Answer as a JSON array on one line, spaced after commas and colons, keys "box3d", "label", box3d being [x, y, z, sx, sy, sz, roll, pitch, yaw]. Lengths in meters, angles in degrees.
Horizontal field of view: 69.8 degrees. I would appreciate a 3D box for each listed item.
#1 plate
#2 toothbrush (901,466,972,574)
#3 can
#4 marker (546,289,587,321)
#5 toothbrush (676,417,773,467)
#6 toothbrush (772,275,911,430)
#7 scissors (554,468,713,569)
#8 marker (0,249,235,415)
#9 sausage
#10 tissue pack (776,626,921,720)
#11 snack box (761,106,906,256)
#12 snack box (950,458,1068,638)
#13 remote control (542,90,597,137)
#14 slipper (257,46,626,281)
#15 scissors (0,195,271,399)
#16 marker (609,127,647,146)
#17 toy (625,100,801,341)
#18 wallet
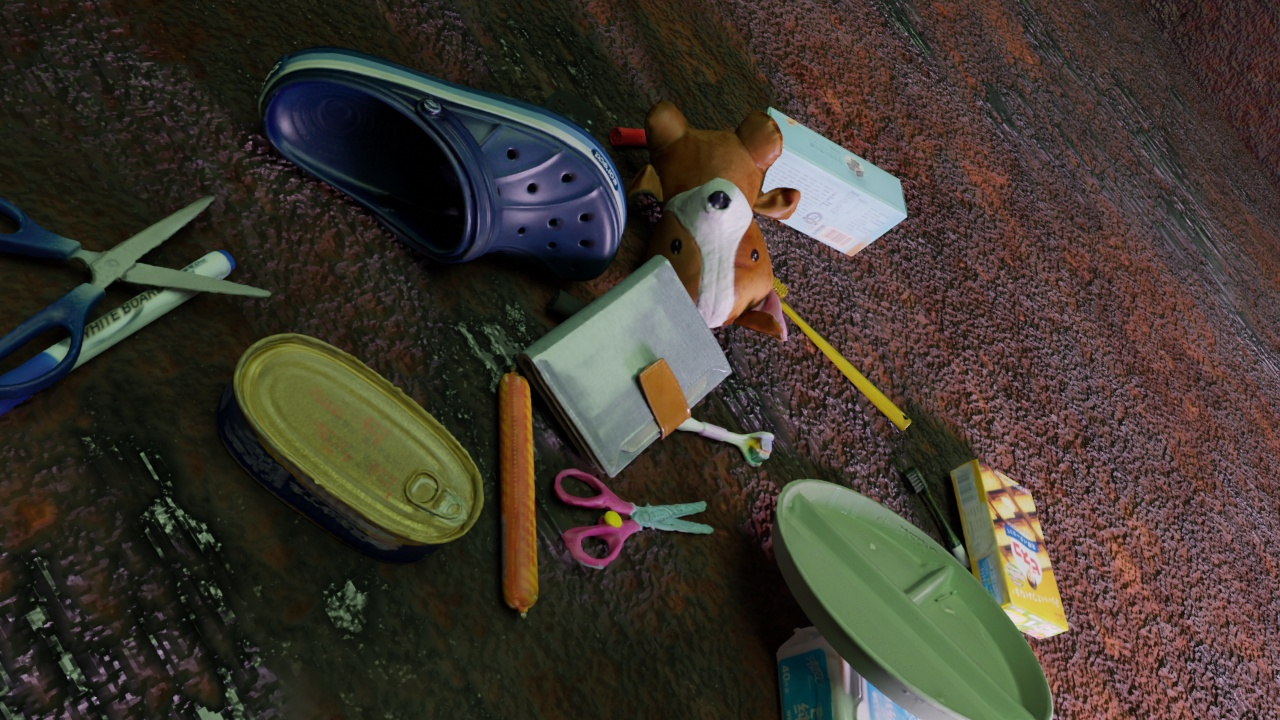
[{"box3d": [0.186, 0.171, 0.647, 0.230, 0.028, 0.229, 28, 22, -13], "label": "plate"}, {"box3d": [0.278, 0.176, 0.790, 0.017, 0.012, 0.185, -21, 78, -38], "label": "toothbrush"}, {"box3d": [-0.157, 0.051, 0.497, 0.148, 0.049, 0.074, 39, 47, -12], "label": "can"}, {"box3d": [-0.009, -0.013, 0.673, 0.132, 0.022, 0.020, 29, 42, -23], "label": "marker"}, {"box3d": [0.018, 0.041, 0.664, 0.189, 0.029, 0.020, 20, 10, -26], "label": "toothbrush"}, {"box3d": [0.175, -0.007, 0.817, 0.190, 0.017, 0.015, 44, 46, -8], "label": "toothbrush"}, {"box3d": [-0.004, 0.097, 0.618, 0.137, 0.017, 0.076, -3, 57, -44], "label": "scissors"}, {"box3d": [-0.270, -0.019, 0.475, 0.017, 0.017, 0.145, 46, 45, -6], "label": "marker"}, {"box3d": [-0.076, 0.076, 0.565, 0.021, 0.022, 0.165, 14, 57, -32], "label": "sausage"}, {"box3d": [0.145, 0.246, 0.605, 0.090, 0.063, 0.139, 20, 53, -30], "label": "tissue pack"}, {"box3d": [0.163, -0.165, 0.866, 0.174, 0.074, 0.051, 20, 52, -28], "label": "snack box"}, {"box3d": [0.322, 0.164, 0.807, 0.087, 0.034, 0.140, 28, 47, -29], "label": "snack box"}, {"box3d": [-0.066, -0.159, 0.717, 0.053, 0.024, 0.136, 28, 49, -20], "label": "remote control"}, {"box3d": [-0.117, -0.117, 0.592, 0.252, 0.105, 0.095, 22, 45, -24], "label": "slipper"}, {"box3d": [-0.283, -0.044, 0.466, 0.175, 0.012, 0.162, 18, 47, -18], "label": "scissors"}, {"box3d": [0.032, -0.199, 0.824, 0.145, 0.017, 0.017, -10, 71, -42], "label": "marker"}, {"box3d": [0.057, -0.110, 0.720, 0.140, 0.131, 0.199, 6, 66, 1], "label": "toy"}, {"box3d": [-0.004, 0.004, 0.626, 0.129, 0.037, 0.106, -38, 100, -28], "label": "wallet"}]
